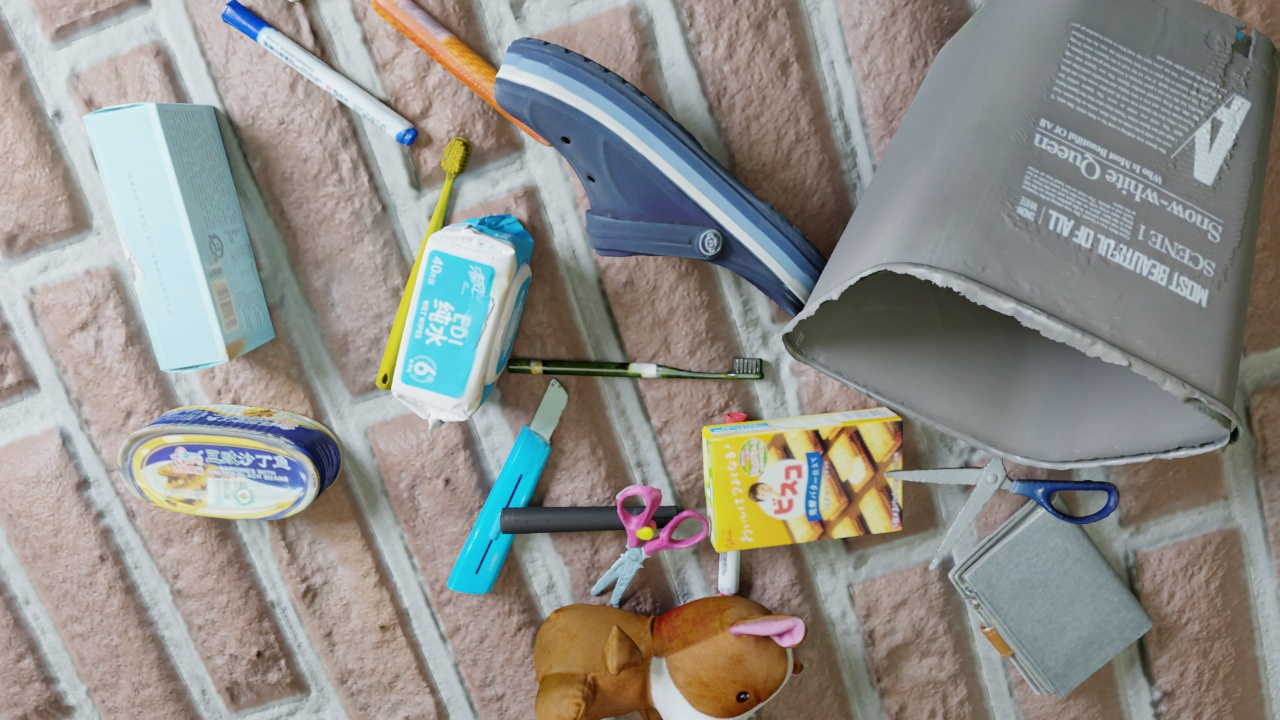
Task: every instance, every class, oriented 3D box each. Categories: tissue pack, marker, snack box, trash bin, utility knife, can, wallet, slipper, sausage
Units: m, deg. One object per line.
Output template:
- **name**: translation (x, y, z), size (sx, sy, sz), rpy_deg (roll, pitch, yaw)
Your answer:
- **tissue pack**: translation (-0.115, -0.029, 0.617), size (0.063, 0.090, 0.140), rpy_deg (17, 104, -2)
- **marker**: translation (-0.037, 0.117, 0.677), size (0.132, 0.022, 0.020), rpy_deg (0, 69, -6)
- **snack box**: translation (-0.306, -0.084, 0.619), size (0.051, 0.074, 0.175), rpy_deg (-8, 104, 4)
- **marker**: translation (-0.214, -0.192, 0.617), size (0.146, 0.017, 0.017), rpy_deg (35, 103, -6)
- **trash bin**: translation (0.223, -0.078, 0.513), size (0.199, 0.199, 0.219), rpy_deg (26, 77, -4)
- **utility knife**: translation (-0.096, 0.097, 0.687), size (0.034, 0.018, 0.186), rpy_deg (24, 103, -3)
- **can**: translation (-0.300, 0.075, 0.674), size (0.148, 0.049, 0.075), rpy_deg (5, 104, 1)
- **wallet**: translation (0.300, 0.176, 0.680), size (0.106, 0.037, 0.129), rpy_deg (-39, 100, 0)
- **slipper**: translation (0.008, -0.101, 0.586), size (0.252, 0.105, 0.095), rpy_deg (35, 94, -16)
- **snack box**: translation (0.116, 0.084, 0.656), size (0.140, 0.033, 0.087), rpy_deg (-5, 105, -4)
- **marker**: translation (0.068, 0.109, 0.683), size (0.017, 0.017, 0.145), rpy_deg (2, 105, 2)
- **sausage**: translation (-0.113, -0.194, 0.609), size (0.165, 0.021, 0.021), rpy_deg (38, 103, -7)

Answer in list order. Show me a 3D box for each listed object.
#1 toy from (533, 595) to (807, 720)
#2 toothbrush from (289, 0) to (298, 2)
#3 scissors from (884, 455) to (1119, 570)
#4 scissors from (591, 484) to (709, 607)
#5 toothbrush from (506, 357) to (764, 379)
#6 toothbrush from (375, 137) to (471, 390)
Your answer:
- **toy**: translation (0.023, 0.228, 0.666), size (0.199, 0.140, 0.130), rpy_deg (-12, 66, -2)
- **toothbrush**: translation (-0.158, -0.292, 0.587), size (0.190, 0.020, 0.029), rpy_deg (-35, 70, 12)
- **scissors**: translation (0.260, 0.078, 0.647), size (0.162, 0.012, 0.176), rpy_deg (24, 88, -4)
- **scissors**: translation (0.006, 0.146, 0.678), size (0.077, 0.017, 0.138), rpy_deg (18, 126, -1)
- **toothbrush**: translation (-0.004, 0.004, 0.661), size (0.186, 0.012, 0.017), rpy_deg (2, 99, 2)
- **toothbrush**: translation (-0.155, -0.065, 0.647), size (0.015, 0.016, 0.190), rpy_deg (21, 105, -2)
